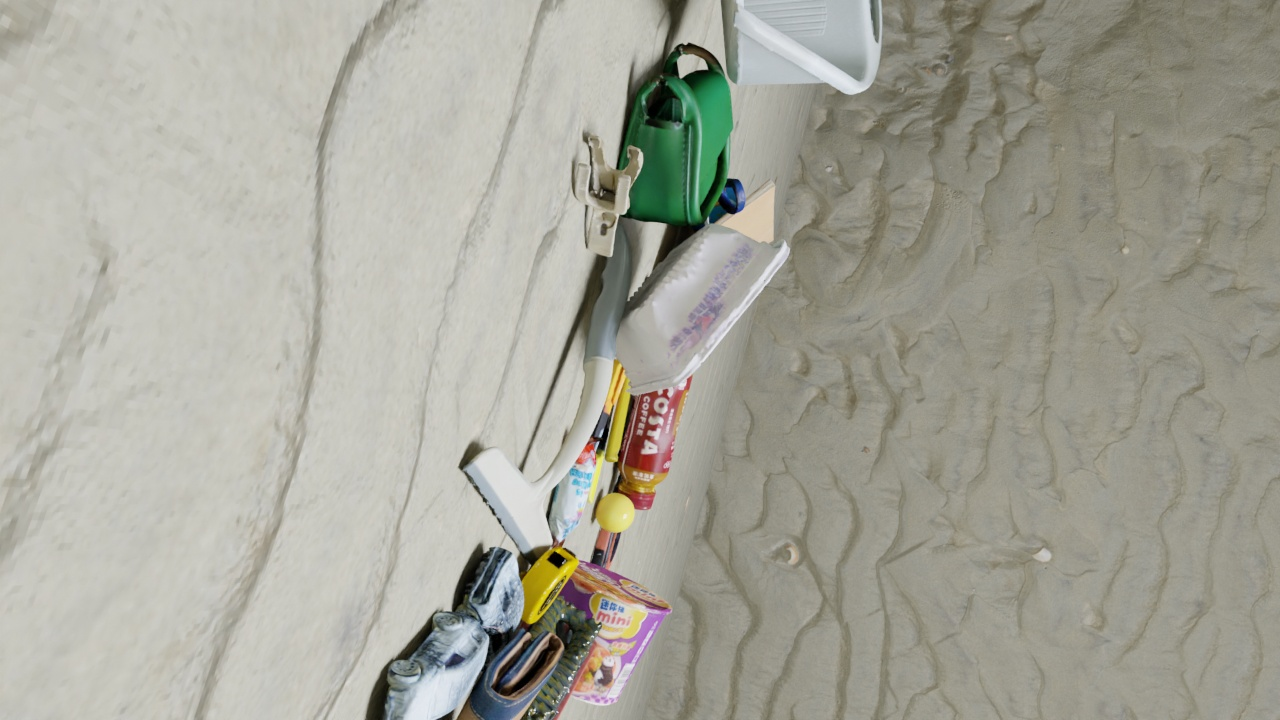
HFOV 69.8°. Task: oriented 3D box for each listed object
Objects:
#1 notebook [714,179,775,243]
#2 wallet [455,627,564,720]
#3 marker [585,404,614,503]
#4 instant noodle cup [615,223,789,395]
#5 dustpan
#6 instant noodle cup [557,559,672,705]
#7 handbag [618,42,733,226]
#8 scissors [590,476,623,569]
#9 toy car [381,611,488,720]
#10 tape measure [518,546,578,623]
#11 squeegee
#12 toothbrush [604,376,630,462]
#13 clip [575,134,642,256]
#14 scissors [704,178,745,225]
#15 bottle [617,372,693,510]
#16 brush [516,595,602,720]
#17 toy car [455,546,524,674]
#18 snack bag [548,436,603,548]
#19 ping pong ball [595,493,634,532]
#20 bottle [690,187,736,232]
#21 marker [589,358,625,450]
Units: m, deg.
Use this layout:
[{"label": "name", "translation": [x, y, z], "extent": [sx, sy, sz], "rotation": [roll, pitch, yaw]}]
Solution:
[{"label": "notebook", "translation": [0.085, -0.117, 1.008], "extent": [0.149, 0.012, 0.211], "rotation": [-38, 170, 2]}, {"label": "wallet", "translation": [-0.097, 0.227, 0.568], "extent": [0.115, 0.033, 0.090], "rotation": [-59, 168, 15]}, {"label": "marker", "translation": [-0.036, 0.067, 0.833], "extent": [0.018, 0.015, 0.124], "rotation": [51, 51, -80]}, {"label": "instant noodle cup", "translation": [0.031, -0.045, 0.722], "extent": [0.138, 0.060, 0.174], "rotation": [-51, -171, -13]}, {"label": "dustpan", "translation": [0.124, -0.308, 0.659], "extent": [0.257, 0.143, 0.222], "rotation": [39, 46, -85]}, {"label": "instant noodle cup", "translation": [-0.042, 0.243, 0.818], "extent": [0.099, 0.111, 0.111], "rotation": [-65, 170, -2]}, {"label": "handbag", "translation": [0.027, -0.170, 0.699], "extent": [0.131, 0.068, 0.120], "rotation": [-59, 153, -56]}, {"label": "scissors", "translation": [-0.018, 0.148, 1.061], "extent": [0.209, 0.015, 0.177], "rotation": [-63, 163, -50]}, {"label": "toy car", "translation": [-0.112, 0.172, 0.497], "extent": [0.090, 0.034, 0.043], "rotation": [-39, 146, -72]}, {"label": "tape measure", "translation": [-0.077, 0.168, 0.692], "extent": [0.060, 0.029, 0.057], "rotation": [-56, 169, 0]}, {"label": "squeegee", "translation": [-0.038, 0.008, 0.651], "extent": [0.247, 0.039, 0.246], "rotation": [84, 22, -65]}, {"label": "toothbrush", "translation": [-0.005, 0.005, 0.851], "extent": [0.016, 0.016, 0.189], "rotation": [85, 16, -65]}, {"label": "clip", "translation": [-0.019, -0.108, 0.601], "extent": [0.101, 0.035, 0.076], "rotation": [92, 14, -70]}, {"label": "scissors", "translation": [0.058, -0.170, 0.828], "extent": [0.162, 0.012, 0.176], "rotation": [-123, -165, -51]}, {"label": "bottle", "translation": [0.013, 0.073, 0.987], "extent": [0.057, 0.057, 0.175], "rotation": [-30, 134, -77]}, {"label": "brush", "translation": [-0.083, 0.248, 0.701], "extent": [0.069, 0.063, 0.145], "rotation": [-57, 179, 27]}, {"label": "toy car", "translation": [-0.094, 0.164, 0.591], "extent": [0.106, 0.031, 0.048], "rotation": [97, 14, -46]}, {"label": "snack bag", "translation": [-0.056, 0.107, 0.739], "extent": [0.045, 0.026, 0.105], "rotation": [-36, 143, -83]}, {"label": "ping pong ball", "translation": [-0.026, 0.156, 0.943], "extent": [0.040, 0.040, 0.040], "rotation": [16, 89, -80]}, {"label": "bottle", "translation": [0.086, -0.164, 1.027], "extent": [0.218, 0.065, 0.065], "rotation": [35, 70, -80]}, {"label": "marker", "translation": [-0.036, 0.058, 0.811], "extent": [0.018, 0.015, 0.123], "rotation": [53, 54, -71]}]
